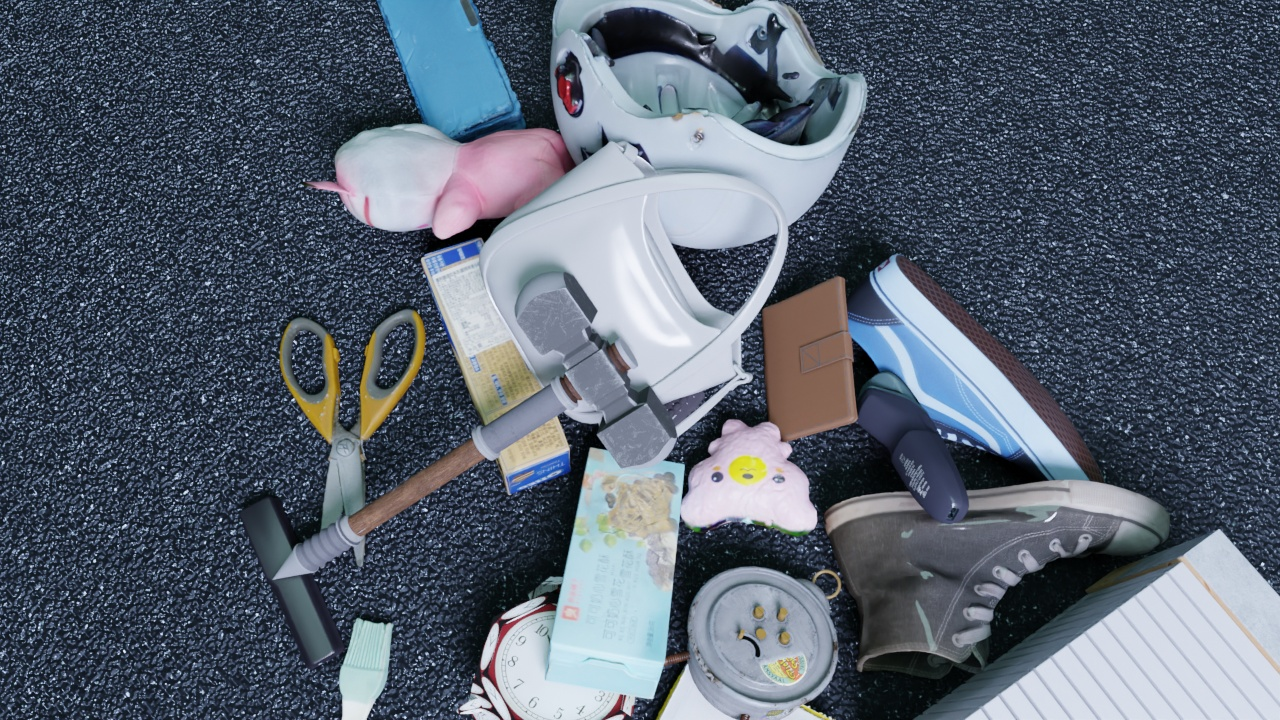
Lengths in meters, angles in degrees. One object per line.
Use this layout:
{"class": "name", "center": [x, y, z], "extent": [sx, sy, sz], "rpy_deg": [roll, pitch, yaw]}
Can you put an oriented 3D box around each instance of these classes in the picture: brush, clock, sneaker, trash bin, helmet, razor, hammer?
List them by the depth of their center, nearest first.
{"class": "trash bin", "center": [0.290, 0.247, 0.582], "extent": [0.246, 0.143, 0.142], "rpy_deg": [-31, 70, -10]}
{"class": "clock", "center": [0.091, 0.192, 0.644], "extent": [0.147, 0.056, 0.104], "rpy_deg": [-29, 58, -34]}
{"class": "sneaker", "center": [0.255, 0.154, 0.644], "extent": [0.235, 0.095, 0.119], "rpy_deg": [-3, 62, 0]}
{"class": "clock", "center": [-0.050, 0.217, 0.649], "extent": [0.115, 0.065, 0.154], "rpy_deg": [31, 43, 14]}
{"class": "brush", "center": [-0.212, 0.296, 0.650], "extent": [0.033, 0.012, 0.217], "rpy_deg": [6, 69, 4]}
{"class": "razor", "center": [0.193, 0.062, 0.653], "extent": [0.052, 0.047, 0.142], "rpy_deg": [10, 30, -13]}
{"class": "hammer", "center": [-0.141, 0.079, 0.659], "extent": [0.323, 0.043, 0.156], "rpy_deg": [-32, 101, 12]}
{"class": "sneaker", "center": [0.250, 0.032, 0.724], "extent": [0.241, 0.083, 0.098], "rpy_deg": [47, 120, 6]}
{"class": "helmet", "center": [0.036, -0.197, 0.760], "extent": [0.235, 0.164, 0.264], "rpy_deg": [-27, 60, -38]}

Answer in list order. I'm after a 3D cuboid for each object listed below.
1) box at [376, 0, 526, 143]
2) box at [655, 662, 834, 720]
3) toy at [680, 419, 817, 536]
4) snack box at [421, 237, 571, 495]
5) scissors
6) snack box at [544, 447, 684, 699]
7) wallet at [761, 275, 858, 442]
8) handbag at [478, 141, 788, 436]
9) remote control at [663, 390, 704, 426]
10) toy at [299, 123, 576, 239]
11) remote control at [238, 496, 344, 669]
{"class": "box", "center": [-0.190, -0.304, 0.876], "extent": [0.093, 0.048, 0.231], "rpy_deg": [-20, 68, -6]}
{"class": "box", "center": [0.043, 0.317, 0.621], "extent": [0.130, 0.039, 0.209], "rpy_deg": [25, 69, 19]}
{"class": "toy", "center": [0.085, 0.090, 0.703], "extent": [0.102, 0.050, 0.093], "rpy_deg": [5, 67, 9]}
{"class": "snack box", "center": [-0.118, 0.002, 0.744], "extent": [0.056, 0.057, 0.206], "rpy_deg": [-21, 68, -11]}
{"class": "scissors", "center": [-0.226, 0.053, 0.748], "extent": [0.162, 0.016, 0.225], "rpy_deg": [-17, 69, -5]}
{"class": "snack box", "center": [-0.015, 0.144, 0.646], "extent": [0.075, 0.053, 0.174], "rpy_deg": [10, 42, 0]}
{"class": "wallet", "center": [0.132, 0.001, 0.730], "extent": [0.013, 0.088, 0.120], "rpy_deg": [18, 62, -37]}
{"class": "handbag", "center": [0.012, -0.052, 0.672], "extent": [0.223, 0.095, 0.216], "rpy_deg": [-24, 102, 27]}
{"class": "remote control", "center": [-0.005, 0.005, 0.763], "extent": [0.124, 0.009, 0.046], "rpy_deg": [41, 74, 16]}
{"class": "toy", "center": [-0.162, -0.155, 0.778], "extent": [0.213, 0.084, 0.141], "rpy_deg": [2, 29, 6]}
{"class": "remote control", "center": [-0.268, 0.168, 0.701], "extent": [0.032, 0.015, 0.136], "rpy_deg": [-29, 70, -10]}
